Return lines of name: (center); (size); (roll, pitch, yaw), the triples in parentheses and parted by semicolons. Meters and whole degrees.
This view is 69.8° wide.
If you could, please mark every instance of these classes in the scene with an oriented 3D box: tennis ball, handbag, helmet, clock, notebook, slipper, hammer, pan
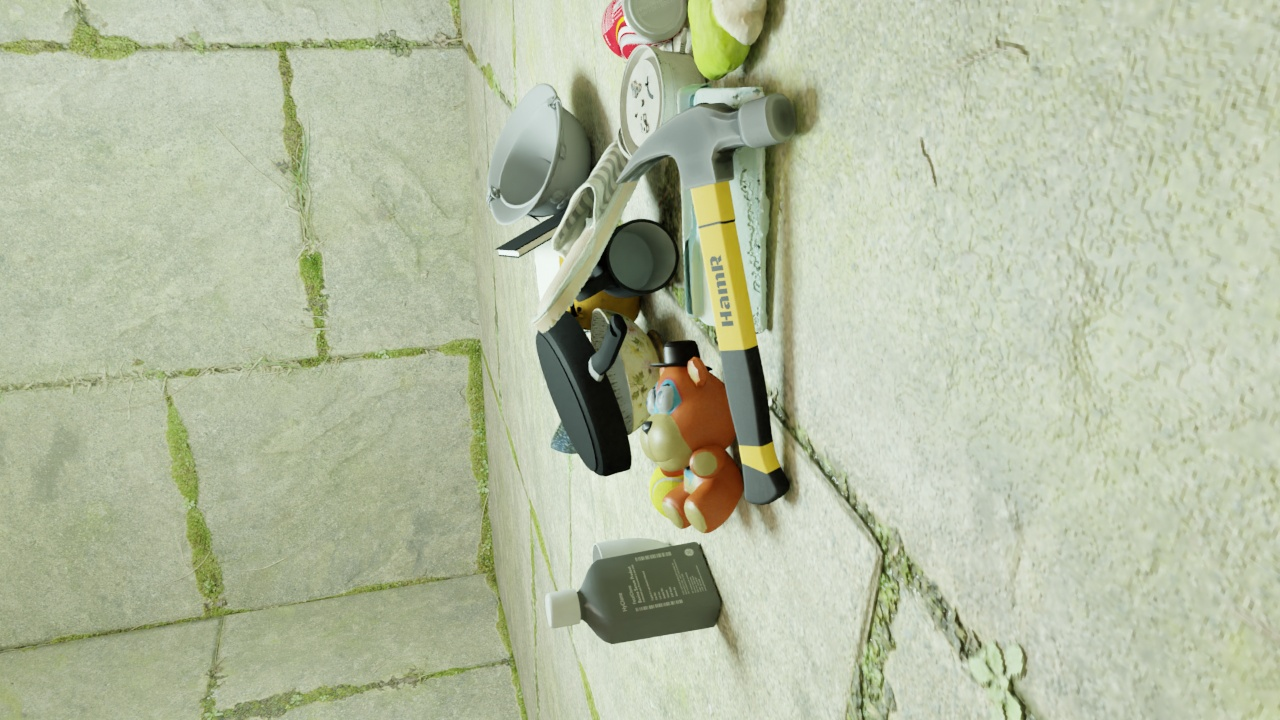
tennis ball: (0.041, 0.130, 0.927); (0.065, 0.065, 0.065); (173, 91, -75)
handbag: (-0.072, -0.110, 1.282); (0.176, 0.073, 0.151); (-9, 89, 56)
helmet: (-0.121, -0.268, 1.287); (0.184, 0.117, 0.270); (-50, 35, 25)
clock: (0.018, -0.232, 0.880); (0.157, 0.061, 0.103); (128, 133, -59)
notebook: (-0.122, -0.184, 1.261); (0.016, 0.149, 0.207); (61, 170, -14)
slipper: (-0.056, -0.142, 0.959); (0.115, 0.054, 0.271); (-47, 18, 55)
hammer: (0.070, -0.039, 0.735); (0.170, 0.034, 0.324); (-2, 103, 47)
pan: (-0.059, 0.021, 1.012); (0.204, 0.044, 0.356); (65, 166, 11)

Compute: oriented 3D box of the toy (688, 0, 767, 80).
toy: (0.069, -0.273, 0.708); (0.118, 0.043, 0.092); (146, 119, -70)

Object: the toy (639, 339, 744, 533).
toy: (0.049, 0.069, 0.848); (0.112, 0.096, 0.176); (157, 117, -71)

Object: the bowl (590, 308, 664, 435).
bowl: (-0.006, 0.006, 1.038); (0.145, 0.063, 0.145); (164, 90, -75)

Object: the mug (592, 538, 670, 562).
mug: (-0.005, 0.267, 1.106); (0.071, 0.089, 0.107); (-174, 79, -75)

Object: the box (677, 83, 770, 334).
box: (0.070, -0.130, 0.773); (0.126, 0.074, 0.198); (23, 123, 51)

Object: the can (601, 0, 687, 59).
can: (0.001, -0.332, 0.891); (0.105, 0.064, 0.064); (-159, 63, -73)

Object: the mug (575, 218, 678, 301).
mug: (-0.023, -0.099, 0.987); (0.078, 0.113, 0.088); (59, 168, -9)

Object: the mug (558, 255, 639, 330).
mug: (-0.054, -0.090, 1.094); (0.123, 0.101, 0.094); (-44, -39, -52)

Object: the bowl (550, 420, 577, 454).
bowl: (-0.075, 0.092, 1.327); (0.114, 0.061, 0.114); (-58, -6, -10)

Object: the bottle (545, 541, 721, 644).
bottle: (-0.012, 0.248, 0.962); (0.083, 0.173, 0.046); (-112, 21, -45)
